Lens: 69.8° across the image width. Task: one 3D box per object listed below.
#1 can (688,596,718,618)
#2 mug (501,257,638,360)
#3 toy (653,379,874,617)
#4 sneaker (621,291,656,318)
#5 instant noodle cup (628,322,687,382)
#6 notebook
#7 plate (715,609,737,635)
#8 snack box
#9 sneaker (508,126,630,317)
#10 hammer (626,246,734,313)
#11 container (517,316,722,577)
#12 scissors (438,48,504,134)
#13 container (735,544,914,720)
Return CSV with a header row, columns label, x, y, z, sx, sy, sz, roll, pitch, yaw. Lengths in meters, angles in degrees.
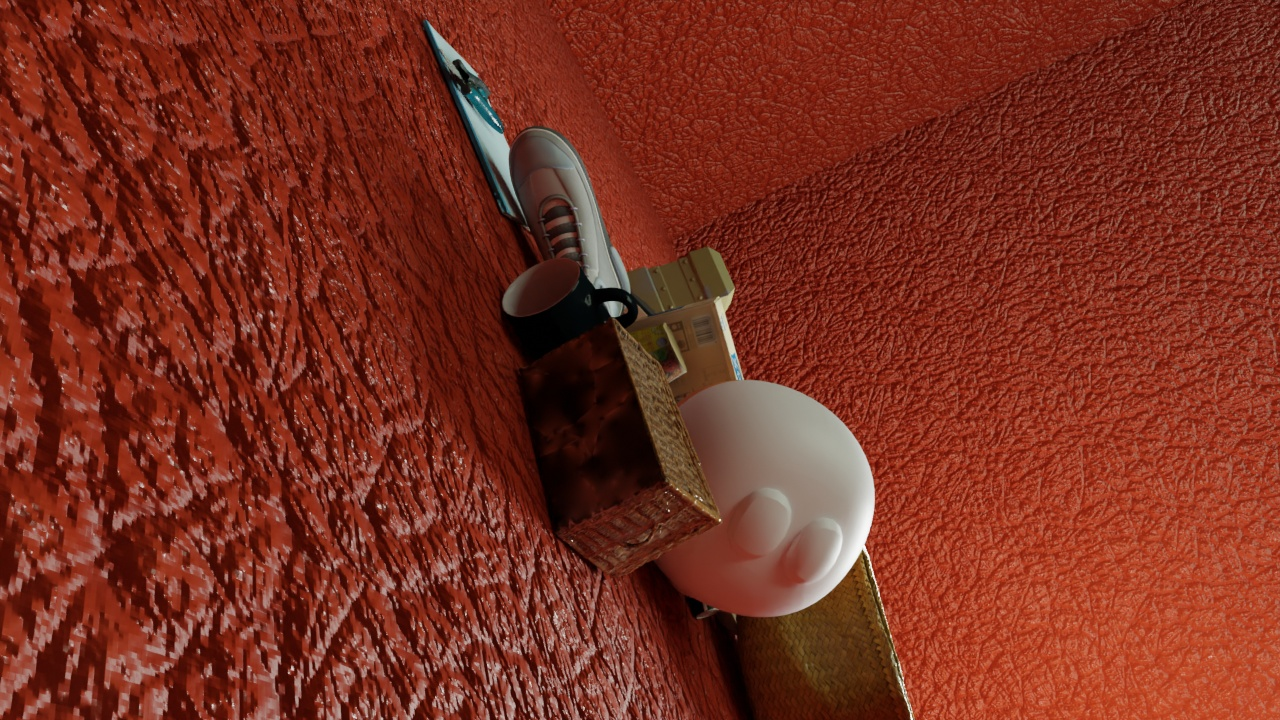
label,x,y,z,sx,sy,sz,roll,pitch,yaw
can,0.070,0.277,1.139,0.031,0.031,0.080,51,17,-62
mug,-0.060,-0.042,0.895,0.085,0.122,0.094,-81,150,-45
toy,0.116,0.152,1.043,0.262,0.266,0.281,29,2,-19
sneaker,-0.001,-0.004,1.337,0.294,0.116,0.111,48,7,28
instant noodle cup,-0.007,0.006,1.131,0.100,0.112,0.100,-22,89,-81
notebook,-0.188,-0.278,1.141,0.181,0.009,0.253,10,56,-80
plate,0.119,0.342,1.289,0.104,0.026,0.104,-91,155,-69
snack box,0.057,0.036,1.205,0.055,0.153,0.207,-43,118,-73
sneaker,-0.087,-0.136,1.051,0.160,0.093,0.257,-88,158,-68
hammer,0.060,-0.075,1.740,0.325,0.190,0.100,94,-23,-69
container,-0.024,0.075,0.819,0.113,0.114,0.198,47,18,-53
scissors,-0.200,-0.326,1.103,0.151,0.019,0.118,57,12,-37
container,0.249,0.412,1.226,0.306,0.197,0.307,-16,90,-77
